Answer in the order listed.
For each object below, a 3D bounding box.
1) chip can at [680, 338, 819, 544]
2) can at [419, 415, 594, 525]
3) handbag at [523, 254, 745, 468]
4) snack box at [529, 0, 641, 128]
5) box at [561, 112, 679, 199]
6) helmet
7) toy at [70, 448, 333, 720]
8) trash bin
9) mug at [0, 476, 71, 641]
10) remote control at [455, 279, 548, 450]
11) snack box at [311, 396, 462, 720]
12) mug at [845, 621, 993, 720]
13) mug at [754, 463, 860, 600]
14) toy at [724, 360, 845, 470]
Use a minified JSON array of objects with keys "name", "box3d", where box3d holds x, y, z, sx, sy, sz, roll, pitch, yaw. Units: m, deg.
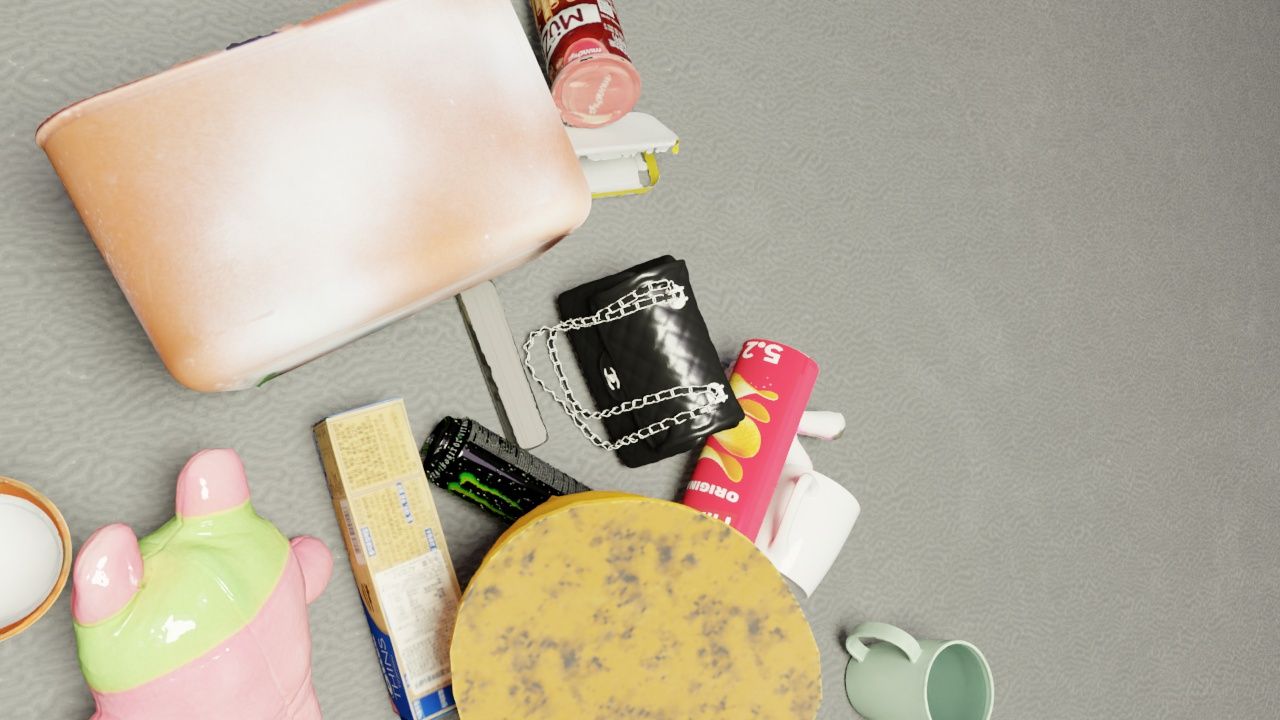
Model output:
[{"name":"chip can","box3d":[0.076,0.094,0.739,0.069,0.069,0.220,30,74,-23]},{"name":"can","box3d":[-0.091,0.091,0.665,0.137,0.054,0.053,33,64,-21]},{"name":"handbag","box3d":[-0.004,0.004,0.696,0.114,0.125,0.153,-19,90,-33]},{"name":"snack box","box3d":[-0.047,-0.256,0.739,0.072,0.072,0.121,5,55,-31]},{"name":"box","box3d":[-0.069,-0.166,0.741,0.209,0.070,0.067,-13,65,-33]},{"name":"helmet","box3d":[-0.014,0.178,0.615,0.255,0.131,0.205,43,88,-22]},{"name":"toy","box3d":[-0.238,0.174,0.531,0.191,0.097,0.237,-47,126,-49]},{"name":"trash bin","box3d":[-0.177,-0.096,0.552,0.259,0.182,0.157,-26,96,-15]},{"name":"mug","box3d":[-0.343,0.105,0.477,0.082,0.106,0.082,7,75,-30]},{"name":"remote control","box3d":[-0.105,0.004,0.701,0.033,0.013,0.136,-20,88,-34]},{"name":"snack box","box3d":[-0.161,0.132,0.613,0.056,0.057,0.206,-16,89,-32]},{"name":"mug","box3d":[0.226,0.269,0.789,0.084,0.104,0.111,-45,104,-31]},{"name":"mug","box3d":[0.127,0.137,0.759,0.081,0.114,0.087,23,67,22]},{"name":"toy","box3d":[0.120,0.049,0.814,0.122,0.038,0.079,42,74,-6]}]
